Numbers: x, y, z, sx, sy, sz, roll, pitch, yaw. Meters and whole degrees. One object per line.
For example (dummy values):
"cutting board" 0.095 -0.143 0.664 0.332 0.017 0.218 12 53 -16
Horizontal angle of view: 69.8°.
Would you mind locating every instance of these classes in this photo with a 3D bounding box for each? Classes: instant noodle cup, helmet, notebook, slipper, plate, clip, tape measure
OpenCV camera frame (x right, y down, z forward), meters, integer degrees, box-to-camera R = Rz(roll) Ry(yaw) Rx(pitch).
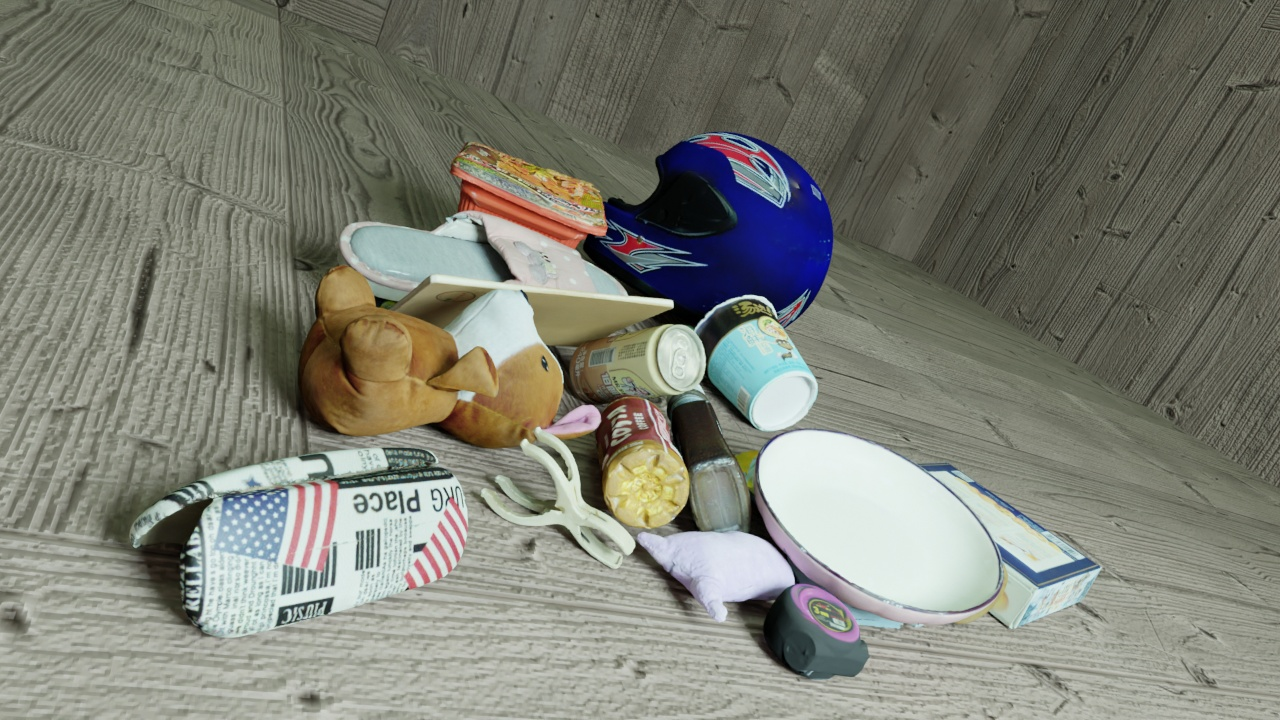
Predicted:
"instant noodle cup" -0.122 -0.163 0.960 0.164 0.079 0.188 21 19 -12
"helmet" 0.097 -0.173 1.184 0.315 0.240 0.247 33 9 30
"notebook" -0.098 -0.035 0.744 0.207 0.008 0.148 3 -15 -34
"slipper" -0.125 -0.083 0.805 0.274 0.055 0.114 8 42 -32
"plate" 0.167 0.124 0.674 0.192 0.039 0.192 16 29 -9
"clip" -0.047 0.081 0.581 0.102 0.094 0.035 17 16 10
"instant noodle cup" 0.126 0.009 0.969 0.111 0.111 0.120 12 29 -35
"tape measure" 0.106 0.171 0.572 0.057 0.039 0.058 15 25 -30

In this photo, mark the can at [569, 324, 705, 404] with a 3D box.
"can" -0.005 0.005 0.780 0.058 0.058 0.117 9 -13 -42

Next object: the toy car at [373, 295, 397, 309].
"toy car" -0.203 -0.047 0.781 0.043 0.036 0.091 37 23 26

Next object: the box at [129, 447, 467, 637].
"box" -0.153 0.087 0.449 0.162 0.076 0.088 3 52 -57

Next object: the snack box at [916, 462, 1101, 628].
"snack box" 0.317 0.164 0.864 0.182 0.046 0.178 5 26 -47

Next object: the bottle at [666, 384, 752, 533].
"bottle" 0.048 0.067 0.730 0.044 0.080 0.194 -14 20 0

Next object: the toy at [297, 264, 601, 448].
"toy" -0.126 0.001 0.627 0.199 0.130 0.140 23 13 -39

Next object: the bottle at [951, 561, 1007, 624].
"bottle" 0.211 0.131 0.786 0.065 0.065 0.218 12 21 -36

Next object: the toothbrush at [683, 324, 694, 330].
"toothbrush" 0.022 -0.012 1.005 0.027 0.026 0.224 53 21 3

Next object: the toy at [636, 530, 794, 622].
"toy" 0.060 0.137 0.604 0.107 0.039 0.084 11 23 -43

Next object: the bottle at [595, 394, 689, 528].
"bottle" -0.003 0.065 0.676 0.057 0.057 0.175 22 10 -9

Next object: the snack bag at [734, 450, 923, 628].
"snack bag" 0.141 0.139 0.717 0.110 0.039 0.191 19 21 -31
